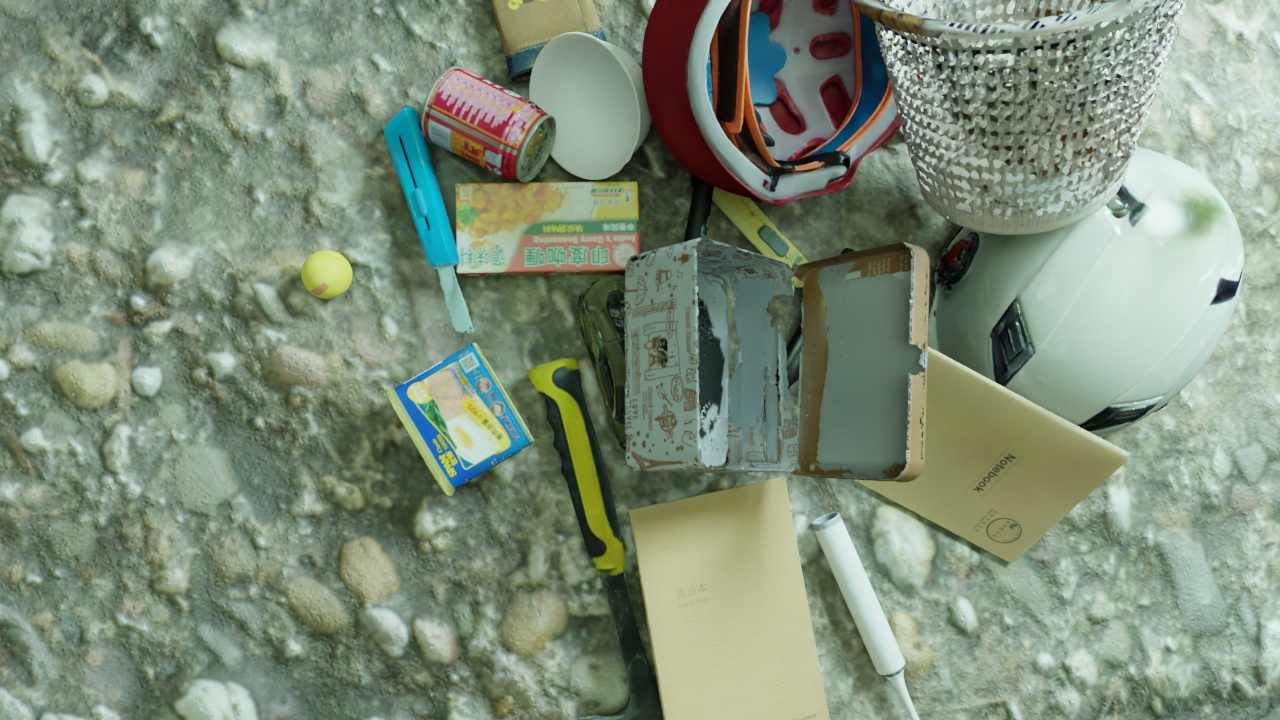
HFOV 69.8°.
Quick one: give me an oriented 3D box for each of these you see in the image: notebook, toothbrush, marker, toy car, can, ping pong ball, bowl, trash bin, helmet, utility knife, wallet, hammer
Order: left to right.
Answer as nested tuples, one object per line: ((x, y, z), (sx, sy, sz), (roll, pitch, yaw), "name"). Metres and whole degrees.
((-0.261, -0.072, 0.763), (0.040, 0.040, 0.040), (0, 87, -4), "ping pong ball")
((-0.174, -0.115, 0.767), (0.034, 0.018, 0.204), (-22, 79, 15), "utility knife")
((-0.147, 0.047, 0.757), (0.083, 0.057, 0.102), (-31, 89, -8), "can")
((-0.124, -0.194, 0.759), (0.094, 0.066, 0.066), (27, 85, 9), "can")
((-0.085, -0.307, 0.794), (0.090, 0.033, 0.115), (-17, 84, -4), "wallet")
((-0.029, -0.217, 0.768), (0.064, 0.119, 0.118), (-33, 89, -43), "bowl")
((-0.028, 0.156, 0.771), (0.126, 0.032, 0.323), (-15, 87, -5), "hammer")
((-0.005, 0.005, 0.777), (0.070, 0.042, 0.158), (-18, 91, -4), "toy car")
((0.048, -0.116, 0.791), (0.022, 0.020, 0.132), (9, 92, 21), "marker")
((0.075, 0.214, 0.759), (0.149, 0.012, 0.211), (-8, 86, -25), "notebook")
((0.099, -0.235, 0.720), (0.239, 0.144, 0.207), (-24, 115, -31), "helmet")
((0.119, -0.103, 0.806), (0.031, 0.021, 0.206), (-43, 95, 1), "utility knife")
((0.131, 0.000, 0.789), (0.027, 0.026, 0.212), (32, 92, 5), "toothbrush")
((0.203, 0.236, 0.784), (0.026, 0.026, 0.221), (-23, 89, -26), "toothbrush")
((0.264, 0.077, 0.759), (0.207, 0.008, 0.148), (28, 126, -2), "notebook")
((0.272, -0.207, 0.655), (0.228, 0.192, 0.227), (-11, 44, 11), "trash bin")
((0.375, -0.055, 0.747), (0.230, 0.157, 0.274), (35, 85, -1), "helmet")

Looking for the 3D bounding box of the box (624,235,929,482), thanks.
((0.108, 0.002, 0.694), (0.156, 0.194, 0.183), (7, 80, -44), "box")

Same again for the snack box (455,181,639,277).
((-0.079, -0.112, 0.784), (0.156, 0.027, 0.077), (-2, 88, -3), "snack box")

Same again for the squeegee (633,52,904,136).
((0.098, -0.284, 0.801), (0.249, 0.040, 0.247), (-17, 89, -4), "squeegee")
